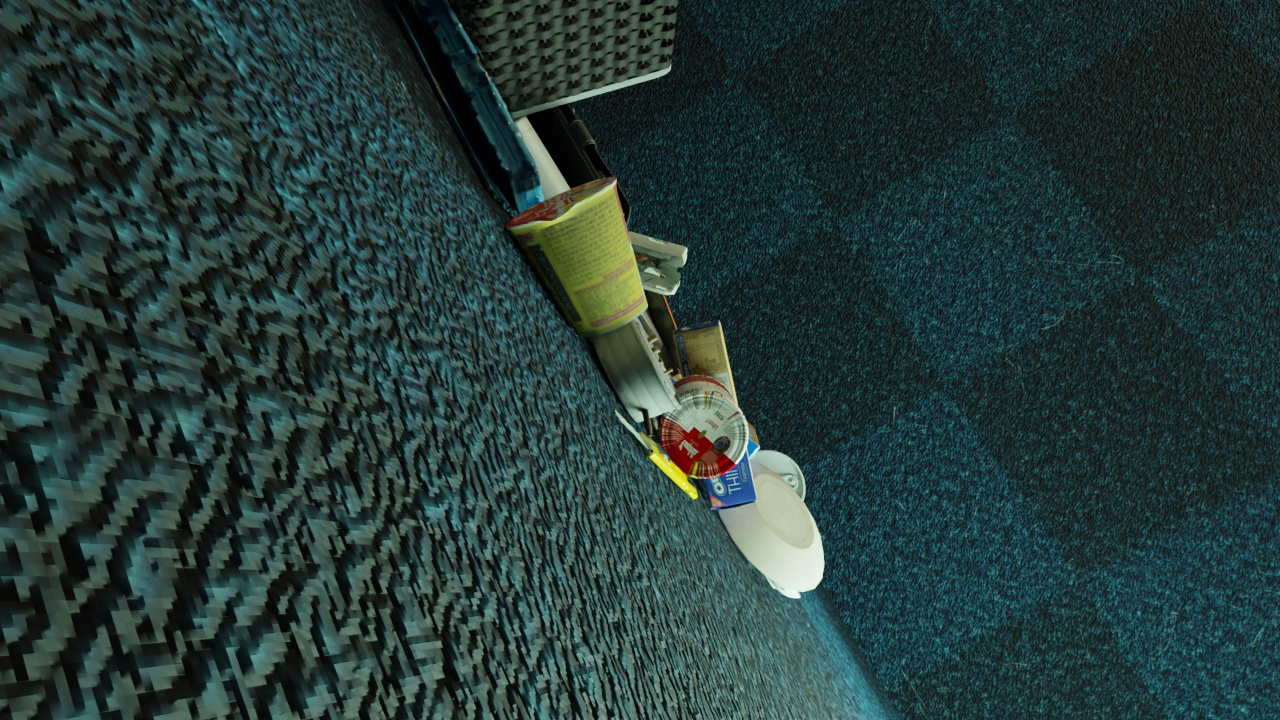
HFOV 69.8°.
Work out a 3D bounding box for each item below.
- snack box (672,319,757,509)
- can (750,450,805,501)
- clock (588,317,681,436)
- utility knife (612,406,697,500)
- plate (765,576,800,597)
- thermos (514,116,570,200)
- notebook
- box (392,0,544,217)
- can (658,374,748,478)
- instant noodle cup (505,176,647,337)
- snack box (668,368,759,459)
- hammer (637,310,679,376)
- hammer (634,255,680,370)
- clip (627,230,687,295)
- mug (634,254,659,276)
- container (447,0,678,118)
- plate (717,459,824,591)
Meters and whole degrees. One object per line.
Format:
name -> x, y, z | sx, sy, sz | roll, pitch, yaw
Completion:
snack box -> 0.083, 0.061, 1.036 | 0.056, 0.057, 0.207 | -58, 136, -81
can -> 0.173, 0.176, 1.284 | 0.099, 0.099, 0.144 | 60, 1, 7
clock -> -0.008, -0.006, 0.850 | 0.148, 0.056, 0.104 | 62, 5, 2
utility knife -> 0.015, 0.085, 0.802 | 0.030, 0.019, 0.217 | 51, 3, 31
plate -> 0.173, 0.270, 1.206 | 0.104, 0.026, 0.104 | 59, 4, -7
thermos -> -0.080, -0.139, 0.945 | 0.224, 0.052, 0.052 | 58, 5, -16
notebook -> -0.079, -0.196, 1.026 | 0.209, 0.029, 0.170 | 58, -28, 21
box -> -0.159, -0.232, 0.843 | 0.231, 0.054, 0.093 | 61, -12, 19
can -> 0.062, 0.066, 0.947 | 0.086, 0.087, 0.116 | 59, 4, -6
instant noodle cup -> -0.045, -0.085, 0.776 | 0.100, 0.100, 0.112 | -106, 172, -71
snack box -> 0.080, 0.063, 1.159 | 0.151, 0.034, 0.087 | 38, 11, -6
hammer -> 0.003, -0.032, 1.159 | 0.127, 0.029, 0.323 | 60, 0, 1
hammer -> 0.053, 0.002, 1.258 | 0.137, 0.035, 0.314 | -105, 174, -81
clip -> -0.003, -0.136, 1.130 | 0.126, 0.099, 0.152 | 18, 28, 6
mug -> -0.020, -0.110, 1.315 | 0.098, 0.082, 0.118 | 39, 48, -76
container -> -0.104, -0.429, 0.935 | 0.245, 0.247, 0.244 | 57, -21, 36
plate -> 0.166, 0.191, 1.121 | 0.188, 0.027, 0.188 | 33, 32, -24
